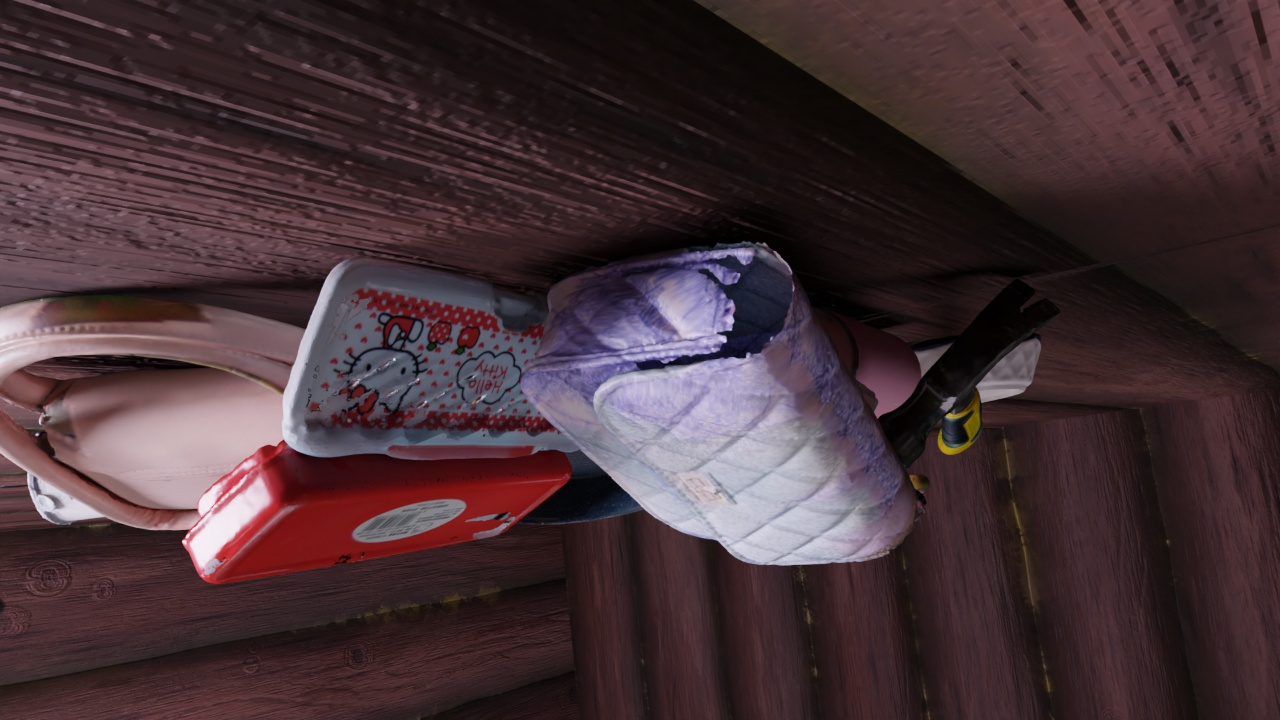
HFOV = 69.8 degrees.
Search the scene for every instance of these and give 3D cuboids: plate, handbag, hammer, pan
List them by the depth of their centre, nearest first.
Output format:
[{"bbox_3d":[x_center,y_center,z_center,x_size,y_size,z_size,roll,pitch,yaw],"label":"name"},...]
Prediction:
[{"bbox_3d":[0.042,0.033,0.432,0.134,0.075,0.194,-6,145,31],"label":"handbag"},{"bbox_3d":[-0.216,0.023,0.459,0.193,0.093,0.234,-7,163,4],"label":"handbag"},{"bbox_3d":[0.222,0.028,0.627,0.126,0.032,0.323,-48,159,6],"label":"hammer"},{"bbox_3d":[0.054,0.082,0.690,0.357,0.078,0.198,-4,155,-19],"label":"pan"},{"bbox_3d":[0.250,0.019,0.822,0.205,0.045,0.205,-6,171,-1],"label":"plate"}]

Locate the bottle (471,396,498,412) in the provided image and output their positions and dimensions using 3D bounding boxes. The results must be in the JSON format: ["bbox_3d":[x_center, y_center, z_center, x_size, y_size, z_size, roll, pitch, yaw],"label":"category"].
[{"bbox_3d":[-0.048,0.044,0.727,0.174,0.057,0.058,-3,170,-21],"label":"bottle"}]

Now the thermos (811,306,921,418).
[{"bbox_3d":[0.126,0.009,0.564,0.087,0.067,0.198,33,-169,27],"label":"thermos"}]

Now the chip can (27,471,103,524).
[{"bbox_3d":[-0.324,0.073,0.677,0.215,0.071,0.071,-7,171,2],"label":"chip can"}]

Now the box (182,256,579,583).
[{"bbox_3d":[-0.091,0.034,0.429,0.161,0.058,0.200,-54,154,16],"label":"box"}]

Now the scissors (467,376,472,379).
[{"bbox_3d":[-0.182,0.025,0.612,0.172,0.012,0.133,-28,-155,-17],"label":"scissors"}]
